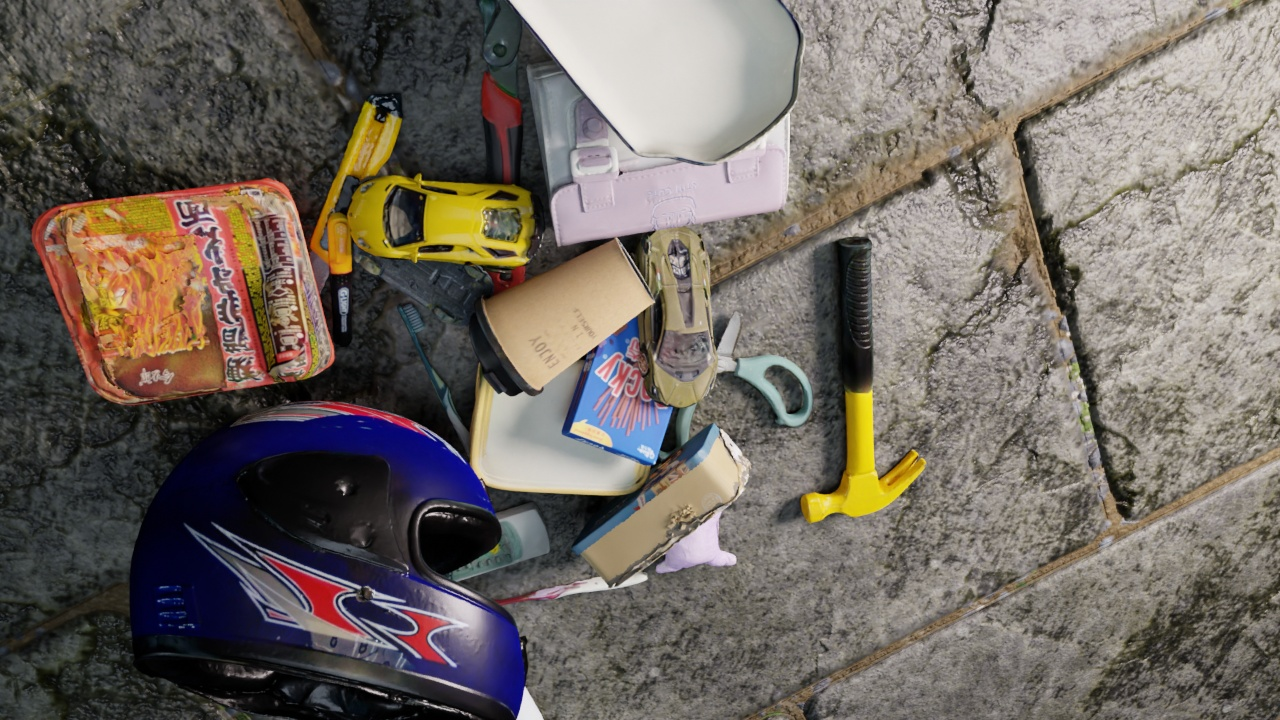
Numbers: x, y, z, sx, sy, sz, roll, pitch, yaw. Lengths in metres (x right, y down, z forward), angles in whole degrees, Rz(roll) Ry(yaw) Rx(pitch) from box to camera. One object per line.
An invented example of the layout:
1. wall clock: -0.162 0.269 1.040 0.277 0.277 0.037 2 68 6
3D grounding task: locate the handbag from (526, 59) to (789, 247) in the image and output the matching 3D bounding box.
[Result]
1. handbag: 0.017 -0.175 0.735 0.197 0.098 0.145 -11 121 -7

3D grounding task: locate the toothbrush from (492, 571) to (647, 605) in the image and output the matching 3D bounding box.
1. toothbrush: -0.084 0.242 0.945 0.187 0.016 0.017 -9 124 -7

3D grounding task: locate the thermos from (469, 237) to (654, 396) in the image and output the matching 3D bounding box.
1. thermos: -0.064 -0.036 0.742 0.143 0.093 0.093 -30 117 6

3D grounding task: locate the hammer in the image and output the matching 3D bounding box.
1. hammer: 0.214 0.025 0.899 0.128 0.032 0.301 -12 116 -7

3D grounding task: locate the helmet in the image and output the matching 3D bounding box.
1. helmet: -0.231 0.161 0.747 0.315 0.239 0.248 17 148 -10

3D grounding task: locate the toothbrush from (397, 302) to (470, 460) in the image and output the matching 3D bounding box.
1. toothbrush: -0.174 0.031 0.830 0.018 0.016 0.192 -26 117 -11

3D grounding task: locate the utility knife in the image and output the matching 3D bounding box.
1. utility knife: -0.238 -0.125 0.744 0.033 0.015 0.203 22 109 -18

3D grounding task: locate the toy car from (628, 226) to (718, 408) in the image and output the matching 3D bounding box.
1. toy car: 0.031 -0.038 0.788 0.070 0.042 0.158 -6 89 -24

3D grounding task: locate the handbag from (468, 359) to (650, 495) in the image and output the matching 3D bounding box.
1. handbag: -0.068 0.027 0.834 0.163 0.063 0.179 5 98 -14

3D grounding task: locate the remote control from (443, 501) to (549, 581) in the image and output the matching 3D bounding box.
1. remote control: -0.158 0.182 0.899 0.135 0.019 0.056 -16 116 -4

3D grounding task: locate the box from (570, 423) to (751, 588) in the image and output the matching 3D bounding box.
1. box: 0.016 0.140 0.859 0.185 0.089 0.061 -38 93 18

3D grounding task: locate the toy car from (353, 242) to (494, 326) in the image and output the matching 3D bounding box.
1. toy car: -0.180 -0.077 0.768 0.120 0.036 0.054 33 100 -13

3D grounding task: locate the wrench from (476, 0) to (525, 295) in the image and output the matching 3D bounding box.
1. wrench: -0.116 -0.179 0.744 0.056 0.016 0.274 -5 115 -6

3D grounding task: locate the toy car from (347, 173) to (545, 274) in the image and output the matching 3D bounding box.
1. toy car: -0.154 -0.109 0.727 0.156 0.041 0.071 5 91 -8

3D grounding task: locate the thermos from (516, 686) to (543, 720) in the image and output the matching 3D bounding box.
1. thermos: -0.152 0.351 0.949 0.073 0.073 0.224 -21 121 -2

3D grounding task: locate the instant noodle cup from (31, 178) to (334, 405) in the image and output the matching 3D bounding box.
1. instant noodle cup: -0.347 -0.057 0.717 0.188 0.079 0.165 -9 115 -9

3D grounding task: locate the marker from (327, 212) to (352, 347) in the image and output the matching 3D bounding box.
1. marker: -0.248 -0.063 0.761 0.018 0.015 0.124 -8 127 -26

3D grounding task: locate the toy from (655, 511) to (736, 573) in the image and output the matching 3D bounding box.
1. toy: 0.056 0.166 0.925 0.084 0.039 0.108 -4 109 -5

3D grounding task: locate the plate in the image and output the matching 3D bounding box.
1. plate: -0.001 -0.253 0.661 0.162 0.034 0.265 -39 86 -12

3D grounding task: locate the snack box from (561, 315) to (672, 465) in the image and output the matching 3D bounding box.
1. snack box: -0.005 0.005 0.805 0.084 0.026 0.157 22 77 -20

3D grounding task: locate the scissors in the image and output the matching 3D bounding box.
1. scissors: 0.075 0.044 0.886 0.170 0.019 0.178 36 104 -25
